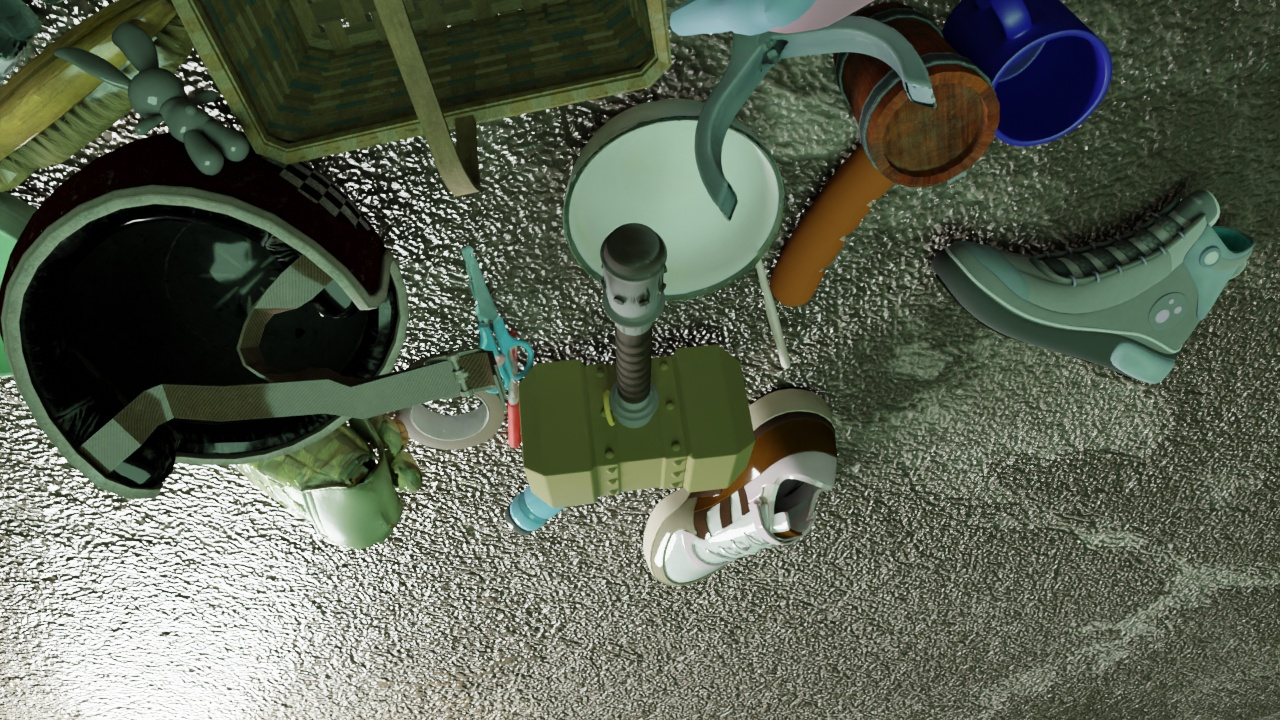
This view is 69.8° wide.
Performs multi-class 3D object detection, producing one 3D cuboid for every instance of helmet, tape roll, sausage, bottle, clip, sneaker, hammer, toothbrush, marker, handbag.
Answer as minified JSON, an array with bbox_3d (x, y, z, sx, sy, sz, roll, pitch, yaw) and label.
[{"bbox_3d":[-0.255,-0.028,0.575,0.233,0.253,0.234,-40,114,2],"label":"helmet"},{"bbox_3d":[-0.167,0.037,0.808,0.093,0.030,0.094,-4,135,-5],"label":"tape roll"},{"bbox_3d":[0.149,-0.107,0.710,0.044,0.039,0.165,15,130,-22],"label":"sausage"},{"bbox_3d":[-0.089,0.131,0.906,0.040,0.040,0.130,29,124,-31],"label":"bottle"},{"bbox_3d":[0.109,-0.166,0.539,0.165,0.168,0.031,0,165,24],"label":"clip"},{"bbox_3d":[0.103,0.164,0.915,0.111,0.116,0.295,19,129,-25],"label":"sneaker"},{"bbox_3d":[0.374,-0.083,0.746,0.256,0.093,0.161,18,121,-23],"label":"sneaker"},{"bbox_3d":[-0.004,0.004,0.681,0.190,0.100,0.325,-6,154,-3],"label":"hammer"},{"bbox_3d":[0.103,-0.053,0.773,0.018,0.015,0.181,-13,135,13],"label":"toothbrush"},{"bbox_3d":[-0.114,0.027,0.821,0.013,0.012,0.142,-2,134,-8],"label":"marker"},{"bbox_3d":[-0.267,0.067,0.767,0.186,0.116,0.113,29,146,15],"label":"handbag"}]

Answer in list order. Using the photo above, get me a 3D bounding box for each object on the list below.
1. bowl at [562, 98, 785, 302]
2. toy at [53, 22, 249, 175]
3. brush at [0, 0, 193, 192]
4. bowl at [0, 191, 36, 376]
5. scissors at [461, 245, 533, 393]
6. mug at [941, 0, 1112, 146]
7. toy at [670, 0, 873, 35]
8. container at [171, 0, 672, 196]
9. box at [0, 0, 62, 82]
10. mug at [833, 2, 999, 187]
[{"bbox_3d":[0.020,-0.121,0.653,0.153,0.072,0.154,-5,134,-5],"label":"bowl"},{"bbox_3d":[-0.261,-0.143,0.497,0.111,0.049,0.030,41,144,5],"label":"toy"},{"bbox_3d":[-0.351,-0.162,0.563,0.196,0.059,0.043,-28,138,15],"label":"brush"},{"bbox_3d":[-0.458,-0.066,0.628,0.151,0.076,0.151,-5,134,-5],"label":"bowl"},{"bbox_3d":[-0.123,-0.032,0.745,0.055,0.015,0.136,-21,128,-13],"label":"scissors"},{"bbox_3d":[0.242,-0.206,0.595,0.079,0.083,0.111,-30,131,19],"label":"mug"},{"bbox_3d":[0.125,-0.238,0.485,0.222,0.171,0.120,-45,133,-12],"label":"toy"},{"bbox_3d":[-0.113,-0.189,0.484,0.250,0.186,0.158,-11,135,2],"label":"container"},{"bbox_3d":[-0.386,-0.245,0.445,0.130,0.105,0.210,-38,128,22],"label":"box"},{"bbox_3d":[0.182,-0.167,0.605,0.082,0.111,0.117,-29,132,19],"label":"mug"}]
